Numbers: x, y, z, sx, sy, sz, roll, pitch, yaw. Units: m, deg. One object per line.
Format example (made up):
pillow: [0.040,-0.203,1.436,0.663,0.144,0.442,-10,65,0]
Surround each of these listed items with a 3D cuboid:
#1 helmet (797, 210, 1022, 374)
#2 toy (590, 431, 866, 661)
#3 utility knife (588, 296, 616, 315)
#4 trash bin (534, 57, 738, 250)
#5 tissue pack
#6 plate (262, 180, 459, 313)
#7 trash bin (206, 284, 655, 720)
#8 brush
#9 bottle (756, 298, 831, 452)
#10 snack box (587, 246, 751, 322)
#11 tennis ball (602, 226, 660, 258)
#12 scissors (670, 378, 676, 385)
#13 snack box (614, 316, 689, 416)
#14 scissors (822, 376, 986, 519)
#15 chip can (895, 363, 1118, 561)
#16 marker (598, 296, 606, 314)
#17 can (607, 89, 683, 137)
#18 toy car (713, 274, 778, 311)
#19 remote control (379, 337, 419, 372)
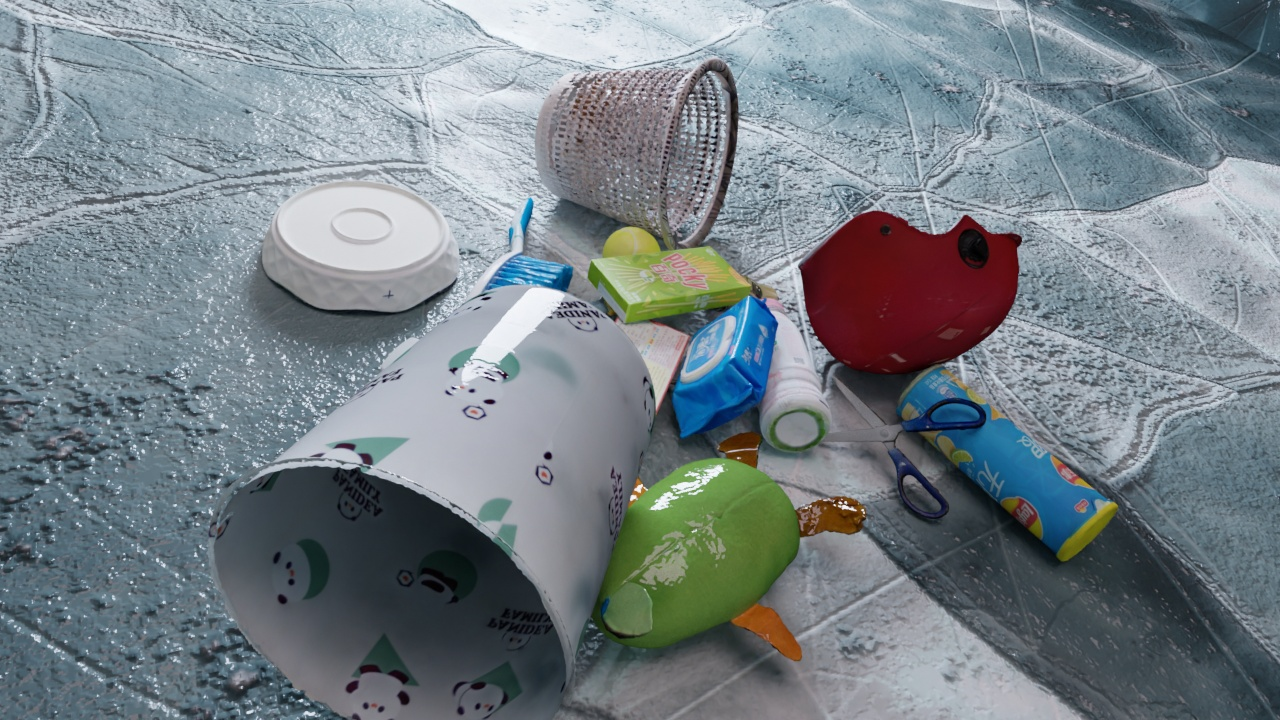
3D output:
helmet: [0.287,-0.057,0.963,0.240,0.207,0.143,2,77,-12]
toy: [0.052,0.144,0.731,0.246,0.090,0.227,-27,54,-34]
utility knife: [-0.008,-0.065,0.979,0.033,0.015,0.218,46,38,22]
trash bin: [-0.010,-0.256,1.097,0.192,0.228,0.226,16,39,21]
tissue pack: [0.081,0.004,0.891,0.052,0.095,0.156,42,37,-17]
plate: [-0.295,-0.129,0.978,0.205,0.046,0.204,8,40,-7]
trash bin: [-0.111,0.085,0.617,0.229,0.230,0.251,20,35,6]
brush: [-0.120,-0.106,0.977,0.109,0.061,0.313,15,31,6]
bottle: [0.144,0.006,0.936,0.068,0.068,0.196,7,37,-8]
snack box: [0.031,-0.083,0.973,0.156,0.026,0.085,-10,43,-30]
tennis ball: [-0.010,-0.117,1.030,0.065,0.066,0.065,8,41,-7]
scissors: [-0.073,-0.001,0.900,0.226,0.015,0.188,19,30,5]
snack box: [-0.005,0.005,0.887,0.077,0.027,0.155,23,32,3]
scissors: [0.248,0.076,0.881,0.176,0.012,0.162,-19,68,9]
chip can: [0.347,0.094,0.887,0.071,0.071,0.210,-19,50,-33]
marker: [-0.045,-0.055,0.970,0.022,0.018,0.130,19,30,11]
can: [-0.017,-0.351,1.304,0.146,0.058,0.058,3,41,-12]
toy car: [0.115,-0.076,1.045,0.090,0.035,0.042,11,41,-8]
remote control: [-0.167,0.023,0.858,0.150,0.021,0.058,21,40,9]
